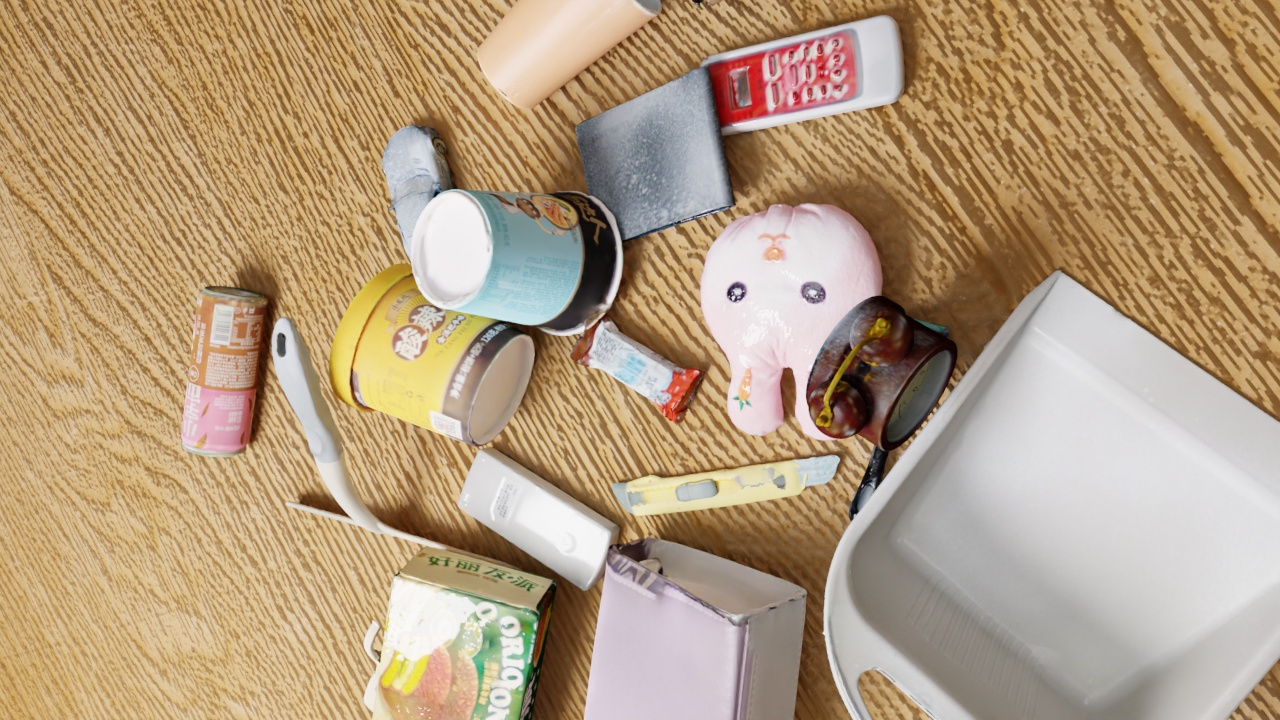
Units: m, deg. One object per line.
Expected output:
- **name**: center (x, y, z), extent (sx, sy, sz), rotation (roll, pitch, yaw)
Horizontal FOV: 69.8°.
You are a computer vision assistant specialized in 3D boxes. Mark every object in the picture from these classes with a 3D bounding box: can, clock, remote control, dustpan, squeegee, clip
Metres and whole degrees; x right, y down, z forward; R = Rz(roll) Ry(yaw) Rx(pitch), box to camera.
- **can**: center (-0.375, 0.009, 0.827), extent (0.058, 0.057, 0.147), rotation (15, 100, 23)
- **clock**: center (0.136, 0.008, 0.532), extent (0.055, 0.121, 0.082), rotation (36, 106, 31)
- **remote control**: center (-0.081, 0.123, 0.718), extent (0.135, 0.019, 0.056), rotation (28, 104, 21)
- **dustpan**: center (0.234, 0.116, 0.507), extent (0.223, 0.142, 0.258), rotation (40, 110, 17)
- **squeegee**: center (-0.229, 0.072, 0.695), extent (0.247, 0.039, 0.247), rotation (10, 135, 24)
- **clip**: center (-0.215, 0.253, 0.765), extent (0.035, 0.089, 0.104), rotation (33, 95, 19)
- **remote control**: center (0.105, -0.188, 0.610), extent (0.136, 0.020, 0.056), rotation (-5, 91, 25)

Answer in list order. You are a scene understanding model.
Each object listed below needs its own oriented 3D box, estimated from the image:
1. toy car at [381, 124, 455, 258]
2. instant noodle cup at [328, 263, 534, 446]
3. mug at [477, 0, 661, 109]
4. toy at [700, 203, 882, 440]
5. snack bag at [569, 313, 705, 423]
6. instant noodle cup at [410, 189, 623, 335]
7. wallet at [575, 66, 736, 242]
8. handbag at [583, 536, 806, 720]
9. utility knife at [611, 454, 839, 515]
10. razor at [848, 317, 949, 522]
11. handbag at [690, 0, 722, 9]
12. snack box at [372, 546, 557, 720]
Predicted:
- **toy car**: center (-0.175, -0.130, 0.737), extent (0.054, 0.036, 0.120), rotation (-19, 82, 25)
- **instant noodle cup**: center (-0.152, 0.001, 0.695), extent (0.114, 0.118, 0.118), rotation (24, 103, 14)
- **mug**: center (-0.055, -0.240, 0.655), extent (0.123, 0.078, 0.078), rotation (-33, 80, 29)
- **toy**: center (0.100, -0.024, 0.609), extent (0.121, 0.054, 0.159), rotation (0, 102, 25)
- **snack bag**: center (-0.004, 0.004, 0.670), extent (0.105, 0.026, 0.045), rotation (31, 105, 21)
- **instant noodle cup**: center (-0.090, -0.072, 0.644), extent (0.111, 0.120, 0.111), rotation (0, 91, 36)
- **wallet**: center (0.008, -0.140, 0.651), extent (0.121, 0.019, 0.097), rotation (-12, 87, 37)
- **handbag**: center (0.030, 0.235, 0.632), extent (0.145, 0.098, 0.197), rotation (13, 100, 40)
- **utility knife**: center (0.059, 0.089, 0.657), extent (0.175, 0.019, 0.031), rotation (-13, 94, 21)
- **razor**: center (0.162, 0.041, 0.598), extent (0.043, 0.022, 0.143), rotation (17, 98, 23)
- **handbag**: center (0.082, -0.324, 0.567), extent (0.205, 0.099, 0.147), rotation (-17, 90, 29)
- **snack box**: center (-0.144, 0.273, 0.711), extent (0.114, 0.063, 0.240), rotation (13, 103, 7)
